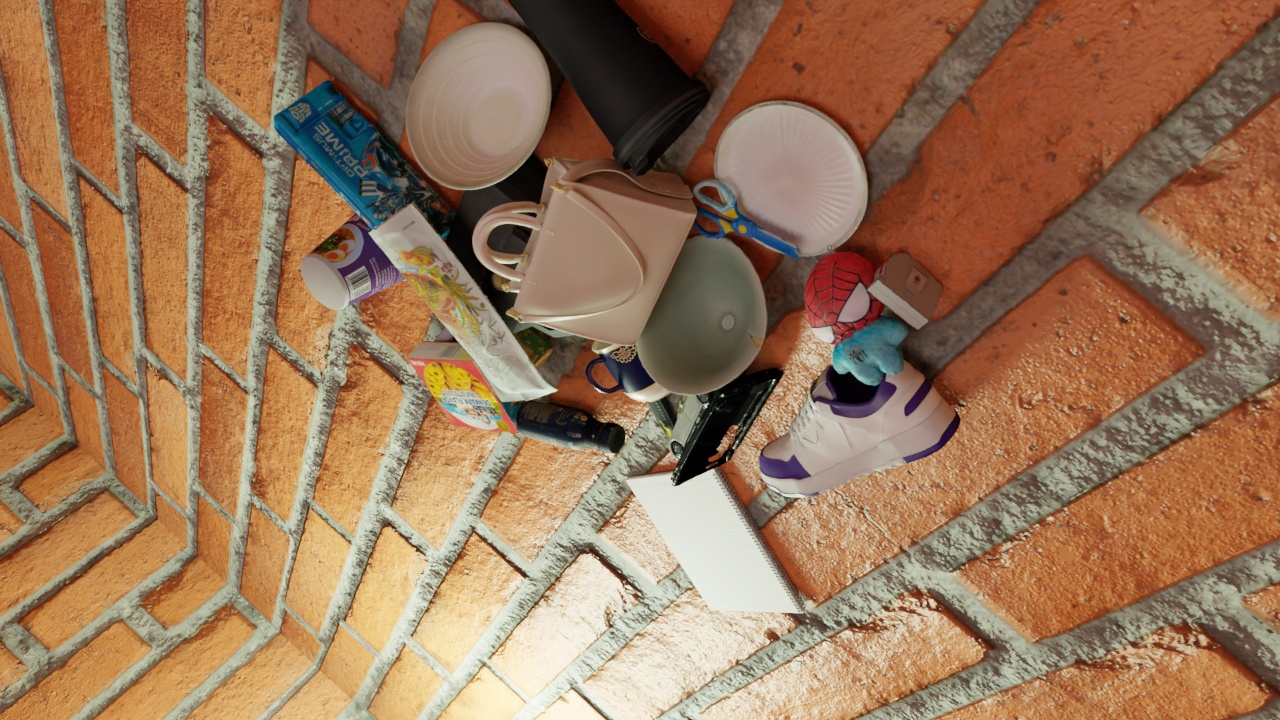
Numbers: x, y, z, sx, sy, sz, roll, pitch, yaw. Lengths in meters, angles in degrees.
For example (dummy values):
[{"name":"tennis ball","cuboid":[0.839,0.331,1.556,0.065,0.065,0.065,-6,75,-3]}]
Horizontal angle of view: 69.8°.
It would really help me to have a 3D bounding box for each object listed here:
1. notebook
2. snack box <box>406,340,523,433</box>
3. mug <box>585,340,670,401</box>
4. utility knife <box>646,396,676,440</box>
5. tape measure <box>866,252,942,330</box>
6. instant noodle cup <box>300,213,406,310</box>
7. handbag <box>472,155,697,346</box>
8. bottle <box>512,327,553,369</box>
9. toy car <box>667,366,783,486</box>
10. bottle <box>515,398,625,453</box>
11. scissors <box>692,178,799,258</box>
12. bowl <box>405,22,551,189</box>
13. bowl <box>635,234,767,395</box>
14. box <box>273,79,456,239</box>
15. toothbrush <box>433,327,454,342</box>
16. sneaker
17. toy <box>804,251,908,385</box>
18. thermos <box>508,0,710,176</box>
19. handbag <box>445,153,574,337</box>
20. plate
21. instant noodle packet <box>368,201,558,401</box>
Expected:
[{"name":"notebook","cuboid":[0.101,0.249,1.251,0.178,0.013,0.245,-15,113,47]},{"name":"snack box","cuboid":[-0.246,0.038,1.324,0.143,0.040,0.145,2,133,37]},{"name":"mug","cuboid":[-0.006,0.006,1.063,0.089,0.111,0.086,56,162,-17]},{"name":"utility knife","cuboid":[0.026,0.060,1.151,0.029,0.020,0.188,-7,119,45]},{"name":"tape measure","cuboid":[0.242,-0.067,0.833,0.060,0.062,0.020,38,139,-1]},{"name":"instant noodle cup","cuboid":[-0.389,-0.140,1.244,0.122,0.121,0.137,8,128,35]},{"name":"handbag","cuboid":[-0.070,-0.116,0.930,0.197,0.101,0.195,8,128,-23]},{"name":"bottle","cuboid":[-0.213,-0.059,1.204,0.209,0.067,0.068,40,139,2]},{"name":"toy car","cuboid":[0.083,0.059,1.067,0.071,0.094,0.192,56,147,27]},{"name":"bottle","cuboid":[-0.095,0.091,1.246,0.161,0.056,0.056,11,129,33]},{"name":"scissors","cuboid":[0.102,-0.129,0.911,0.130,0.022,0.071,30,136,12]},{"name":"bowl","cuboid":[-0.160,-0.261,0.973,0.177,0.057,0.176,-2,85,22]},{"name":"bowl","cuboid":[0.078,-0.042,0.977,0.175,0.067,0.174,-9,76,40]},{"name":"box","cuboid":[-0.349,-0.229,1.173,0.243,0.091,0.085,46,160,-2]},{"name":"toothbrush","cuboid":[-0.275,-0.038,1.315,0.019,0.018,0.188,44,140,-8]},{"name":"sneaker","cuboid":[0.199,0.064,0.959,0.245,0.091,0.111,-27,103,44]},{"name":"toy","cuboid":[0.202,-0.039,0.872,0.092,0.062,0.133,-44,66,56]},{"name":"thermos","cuboid":[-0.037,-0.288,0.855,0.218,0.105,0.106,51,139,1]},{"name":"handbag","cuboid":[-0.133,-0.109,1.075,0.199,0.102,0.198,41,139,4]},{"name":"plate","cuboid":[0.141,-0.171,0.865,0.157,0.014,0.157,22,135,24]},{"name":"instant noodle packet","cuboid":[-0.214,-0.058,1.084,0.269,0.057,0.147,56,151,-15]}]
